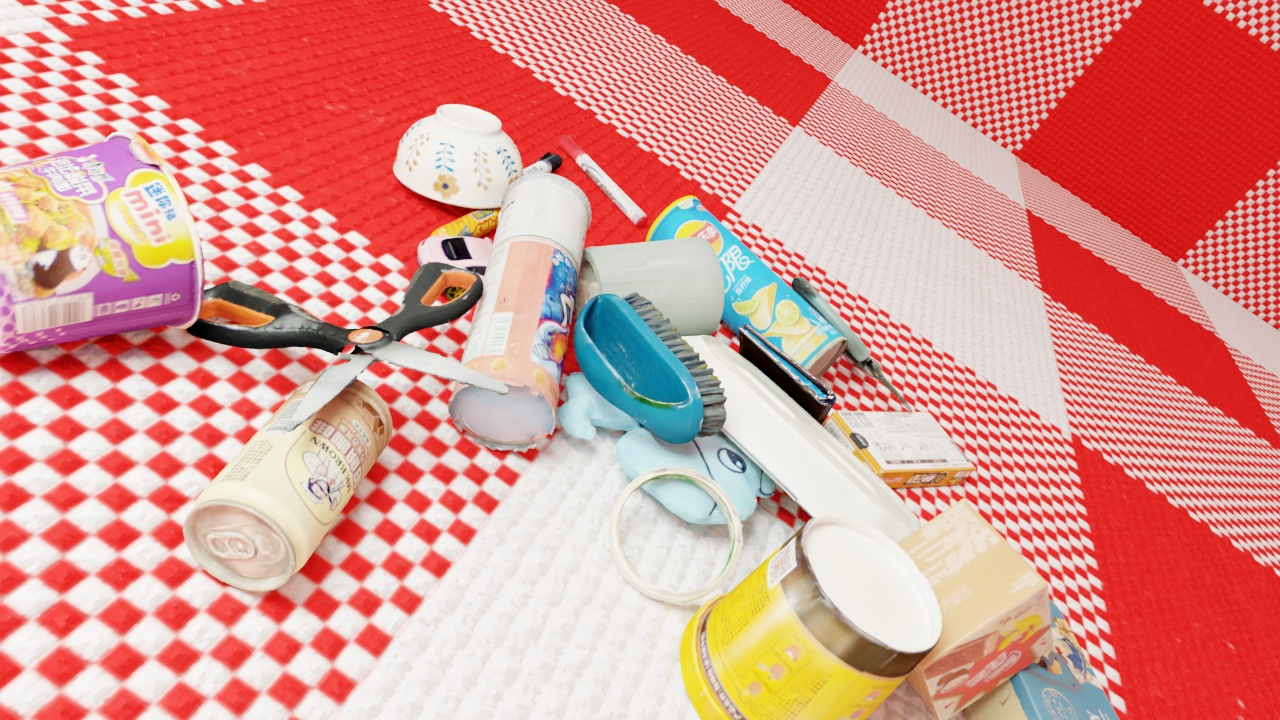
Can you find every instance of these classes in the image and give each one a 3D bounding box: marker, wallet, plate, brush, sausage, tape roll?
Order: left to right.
[{"bbox_3d":[-0.134,-0.122,0.793,0.021,0.022,0.164,36,32,5],"label":"sausage"},{"bbox_3d":[-0.110,-0.184,0.906,0.022,0.018,0.130,34,31,3],"label":"marker"},{"bbox_3d":[-0.041,-0.193,0.980,0.017,0.017,0.145,-11,52,-49],"label":"marker"},{"bbox_3d":[-0.004,0.004,0.632,0.073,0.055,0.144,-6,40,-36],"label":"brush"},{"bbox_3d":[0.023,0.110,0.583,0.085,0.014,0.085,5,64,-11],"label":"tape roll"},{"bbox_3d":[0.121,0.014,0.774,0.096,0.020,0.122,39,-6,13],"label":"wallet"},{"bbox_3d":[0.119,0.064,0.703,0.265,0.034,0.162,44,12,18],"label":"plate"}]

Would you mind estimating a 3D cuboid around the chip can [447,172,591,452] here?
[{"bbox_3d":[-0.081,-0.041,0.646,0.071,0.071,0.214,23,44,-17],"label":"chip can"}]

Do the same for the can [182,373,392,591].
[{"bbox_3d":[-0.176,0.058,0.471,0.058,0.059,0.116,29,32,-7],"label":"can"}]

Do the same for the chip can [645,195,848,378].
[{"bbox_3d":[0.099,-0.066,0.879,0.210,0.071,0.071,46,33,20],"label":"chip can"}]

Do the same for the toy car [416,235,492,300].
[{"bbox_3d":[-0.117,-0.072,0.726,0.122,0.037,0.056,8,41,-37],"label":"toy car"}]

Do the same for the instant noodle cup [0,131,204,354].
[{"bbox_3d":[-0.302,-0.056,0.477,0.111,0.112,0.099,45,42,18],"label":"instant noodle cup"}]

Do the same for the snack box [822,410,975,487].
[{"bbox_3d":[0.240,0.081,0.849,0.153,0.026,0.075,4,41,-40],"label":"snack box"}]

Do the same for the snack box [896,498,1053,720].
[{"bbox_3d":[0.202,0.163,0.593,0.077,0.092,0.094,53,-6,46],"label":"snack box"}]

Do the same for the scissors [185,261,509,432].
[{"bbox_3d":[-0.165,-0.019,0.530,0.221,0.022,0.233,7,25,11],"label":"scissors"}]

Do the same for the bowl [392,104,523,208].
[{"bbox_3d":[-0.154,-0.184,0.800,0.113,0.062,0.113,14,31,-9],"label":"bowl"}]

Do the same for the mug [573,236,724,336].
[{"bbox_3d":[-0.004,-0.061,0.763,0.103,0.084,0.124,-8,19,-22],"label":"mug"}]

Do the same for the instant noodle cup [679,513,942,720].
[{"bbox_3d":[0.100,0.159,0.530,0.118,0.115,0.118,23,33,-16],"label":"instant noodle cup"}]

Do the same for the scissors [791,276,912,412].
[{"bbox_3d":[0.201,-0.021,0.894,0.172,0.019,0.176,45,8,-41],"label":"scissors"}]

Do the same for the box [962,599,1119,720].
[{"bbox_3d":[0.272,0.242,0.624,0.089,0.062,0.184,18,33,-23],"label":"box"}]

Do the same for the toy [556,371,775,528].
[{"bbox_3d":[0.021,0.063,0.653,0.161,0.050,0.156,8,38,-30],"label":"toy"}]
